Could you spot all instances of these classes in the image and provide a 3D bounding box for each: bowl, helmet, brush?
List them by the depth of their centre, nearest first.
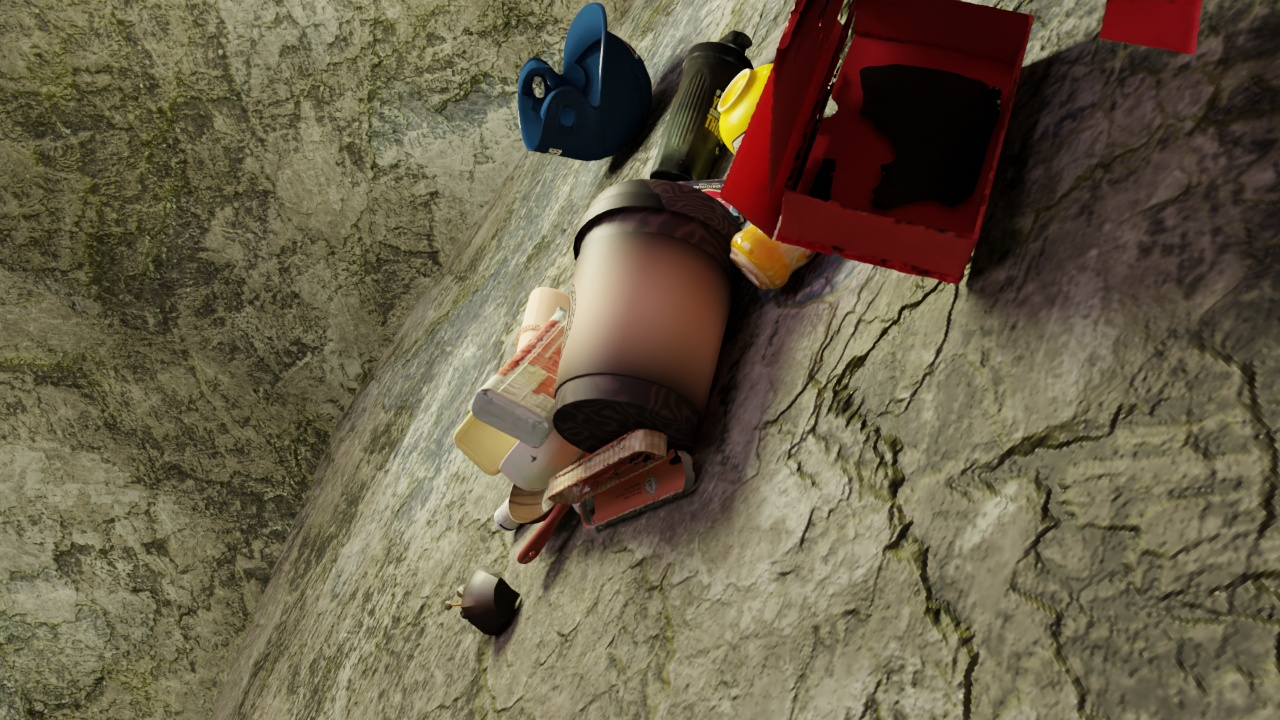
[{"bbox_3d":[-0.070,0.150,0.949,0.030,0.041,0.172,40,100,30],"label":"brush"},{"bbox_3d":[-0.092,0.093,0.952,0.105,0.054,0.105,-46,-7,-7],"label":"bowl"},{"bbox_3d":[-0.096,0.136,1.023,0.119,0.032,0.119,-35,31,25],"label":"bowl"},{"bbox_3d":[-0.086,-0.490,1.629,0.232,0.222,0.273,-124,36,-54],"label":"helmet"}]

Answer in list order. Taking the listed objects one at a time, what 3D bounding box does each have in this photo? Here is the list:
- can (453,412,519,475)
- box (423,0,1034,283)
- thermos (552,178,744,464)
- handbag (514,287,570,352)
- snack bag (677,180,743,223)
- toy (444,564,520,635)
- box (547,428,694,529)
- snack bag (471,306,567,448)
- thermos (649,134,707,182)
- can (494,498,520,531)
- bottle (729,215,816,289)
[{"bbox_3d":[-0.132,0.053,1.022,0.135,0.075,0.104,-48,-3,22],"label":"can"},{"bbox_3d":[0.070,-0.222,0.626,0.211,0.409,0.108,-67,9,-24],"label":"box"},{"bbox_3d":[0.004,-0.031,0.863,0.173,0.172,0.225,-33,38,51],"label":"thermos"},{"bbox_3d":[-0.134,0.026,1.167,0.188,0.116,0.198,-48,22,29],"label":"handbag"},{"bbox_3d":[0.043,-0.178,1.046,0.155,0.018,0.074,-1,45,14],"label":"snack bag"},{"bbox_3d":[-0.178,0.266,1.012,0.100,0.062,0.076,-18,79,41],"label":"toy"},{"bbox_3d":[-0.025,0.113,0.845,0.054,0.078,0.188,-39,3,-38],"label":"box"},{"bbox_3d":[-0.092,0.012,0.928,0.041,0.077,0.224,-63,-3,25],"label":"snack bag"},{"bbox_3d":[0.080,-0.321,1.201,0.098,0.098,0.220,-14,53,63],"label":"thermos"},{"bbox_3d":[-0.140,0.168,1.100,0.095,0.032,0.032,-47,23,30],"label":"can"},{"bbox_3d":[0.132,-0.116,0.814,0.109,0.063,0.063,-46,21,3],"label":"bottle"}]
